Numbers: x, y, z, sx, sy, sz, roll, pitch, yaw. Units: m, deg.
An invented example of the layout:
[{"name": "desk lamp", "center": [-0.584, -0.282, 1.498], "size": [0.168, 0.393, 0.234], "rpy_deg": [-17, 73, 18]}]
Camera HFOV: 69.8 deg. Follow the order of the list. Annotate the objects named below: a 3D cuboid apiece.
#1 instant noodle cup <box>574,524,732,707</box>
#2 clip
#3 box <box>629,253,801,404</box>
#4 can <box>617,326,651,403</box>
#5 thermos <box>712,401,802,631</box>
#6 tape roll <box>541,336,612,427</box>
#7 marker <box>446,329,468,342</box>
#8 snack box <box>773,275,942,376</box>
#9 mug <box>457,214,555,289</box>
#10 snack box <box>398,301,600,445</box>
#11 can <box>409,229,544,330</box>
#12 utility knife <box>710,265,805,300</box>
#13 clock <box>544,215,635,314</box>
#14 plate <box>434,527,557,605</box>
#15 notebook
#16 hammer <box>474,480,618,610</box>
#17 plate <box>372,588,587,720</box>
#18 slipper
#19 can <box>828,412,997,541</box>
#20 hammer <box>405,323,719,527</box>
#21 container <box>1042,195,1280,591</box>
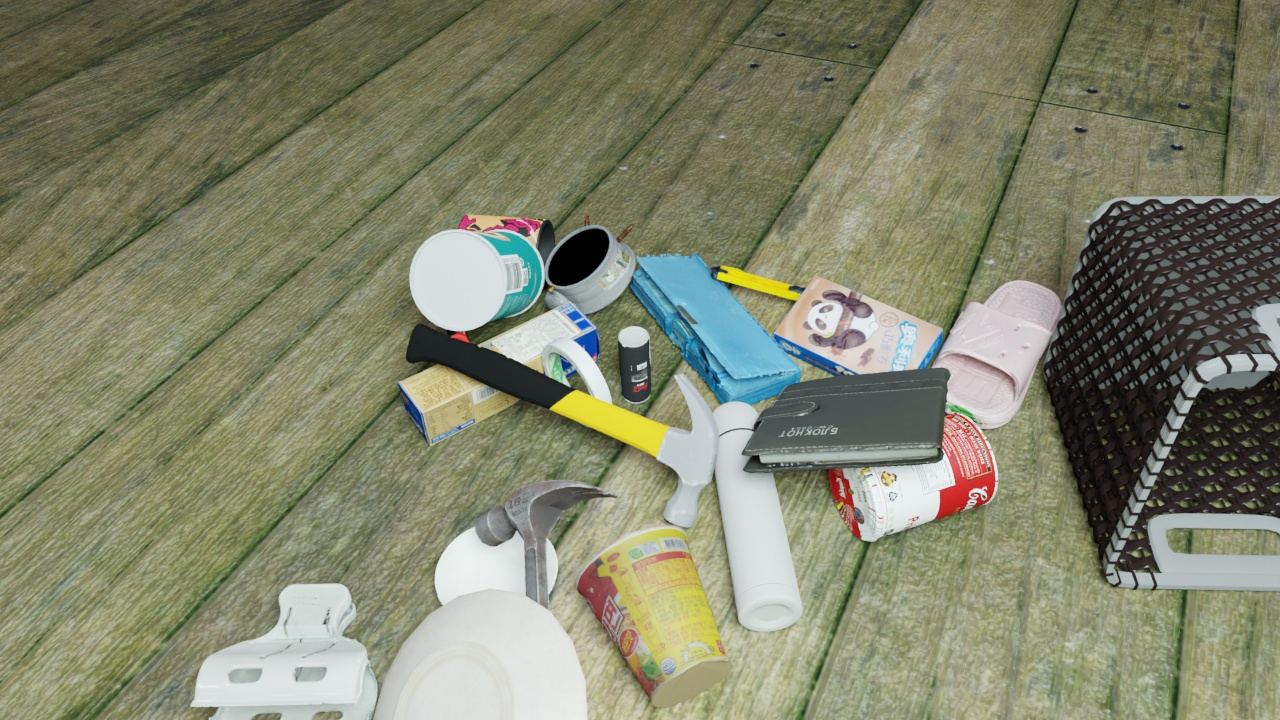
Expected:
[{"name": "instant noodle cup", "center": [0.014, 0.203, 0.718], "size": [0.100, 0.100, 0.112], "rpy_deg": [-18, 54, -15]}, {"name": "clip", "center": [-0.268, 0.233, 0.709], "size": [0.126, 0.099, 0.152], "rpy_deg": [0, 54, -1]}, {"name": "box", "center": [0.077, -0.045, 0.999], "size": [0.093, 0.054, 0.231], "rpy_deg": [-19, 46, -17]}, {"name": "can", "center": [-0.006, 0.005, 0.930], "size": [0.031, 0.081, 0.031], "rpy_deg": [-1, 43, 1]}, {"name": "thermos", "center": [0.097, 0.128, 0.815], "size": [0.052, 0.052, 0.223], "rpy_deg": [-4, 43, -1]}, {"name": "tape roll", "center": [-0.064, 0.022, 0.907], "size": [0.018, 0.094, 0.094], "rpy_deg": [-31, 50, -26]}, {"name": "marker", "center": [-0.194, -0.032, 0.977], "size": [0.023, 0.021, 0.145], "rpy_deg": [-18, 17, -8]}, {"name": "snack box", "center": [0.227, -0.023, 0.963], "size": [0.151, 0.034, 0.087], "rpy_deg": [28, 71, 28]}, {"name": "mug", "center": [-0.160, -0.111, 1.073], "size": [0.098, 0.082, 0.117], "rpy_deg": [5, 72, 9]}, {"name": "snack box", "center": [-0.142, 0.011, 0.952], "size": [0.206, 0.057, 0.056], "rpy_deg": [-27, 52, -23]}, {"name": "can", "center": [-0.168, -0.088, 0.969], "size": [0.099, 0.099, 0.143], "rpy_deg": [5, 9, 9]}, {"name": "utility knife", "center": [0.183, -0.074, 1.035], "size": [0.217, 0.019, 0.030], "rpy_deg": [18, 39, 5]}, {"name": "clock", "center": [-0.066, -0.093, 1.045], "size": [0.104, 0.056, 0.147], "rpy_deg": [19, 69, 43]}, {"name": "plate", "center": [-0.122, 0.186, 0.786], "size": [0.104, 0.026, 0.104], "rpy_deg": [-1, 44, 1]}, {"name": "notebook", "center": [0.187, 0.050, 0.821], "size": [0.170, 0.029, 0.208], "rpy_deg": [-6, 11, 21]}, {"name": "hammer", "center": [-0.064, 0.233, 0.668], "size": [0.138, 0.035, 0.313], "rpy_deg": [-30, 50, 31]}, {"name": "plate", "center": [-0.124, 0.255, 0.646], "size": [0.189, 0.027, 0.188], "rpy_deg": [-13, 61, 25]}, {"name": "slipper", "center": [0.375, -0.025, 0.952], "size": [0.094, 0.064, 0.238], "rpy_deg": [25, 49, 26]}, {"name": "can", "center": [0.238, 0.102, 0.809], "size": [0.116, 0.087, 0.086], "rpy_deg": [-15, 45, -12]}, {"name": "hammer", "center": [-0.078, 0.034, 0.857], "size": [0.324, 0.127, 0.029], "rpy_deg": [22, 9, 15]}, {"name": "container", "center": [0.505, 0.019, 0.771], "size": [0.247, 0.246, 0.243], "rpy_deg": [0, 40, 4]}]
